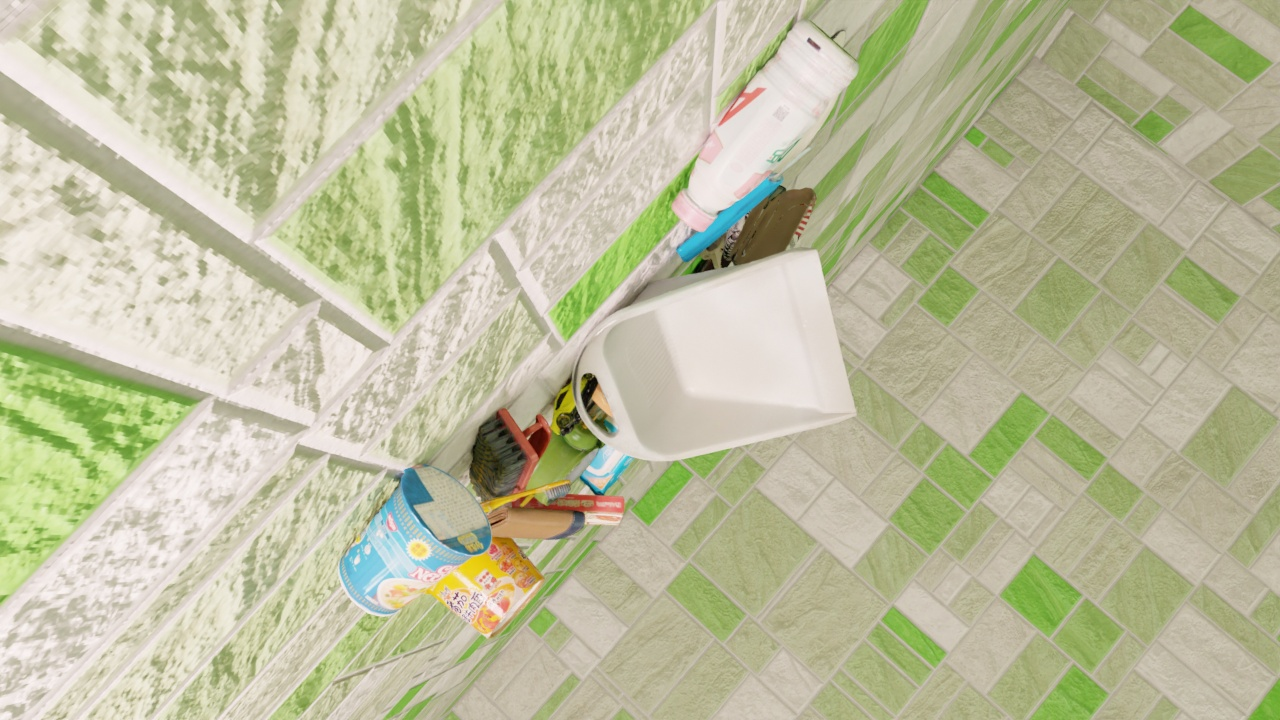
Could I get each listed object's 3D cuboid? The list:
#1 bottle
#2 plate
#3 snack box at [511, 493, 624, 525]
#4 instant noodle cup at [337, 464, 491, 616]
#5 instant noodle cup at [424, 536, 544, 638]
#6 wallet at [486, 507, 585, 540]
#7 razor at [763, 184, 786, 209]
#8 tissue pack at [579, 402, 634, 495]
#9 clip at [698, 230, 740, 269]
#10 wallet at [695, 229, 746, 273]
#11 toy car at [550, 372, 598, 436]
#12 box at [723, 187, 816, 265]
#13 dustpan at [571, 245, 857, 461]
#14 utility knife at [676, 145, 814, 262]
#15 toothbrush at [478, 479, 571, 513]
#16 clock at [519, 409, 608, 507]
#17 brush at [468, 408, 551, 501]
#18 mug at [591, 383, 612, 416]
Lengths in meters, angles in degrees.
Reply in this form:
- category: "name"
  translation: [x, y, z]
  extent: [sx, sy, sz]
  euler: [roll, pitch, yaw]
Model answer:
- category: "bottle"
  translation: [0.102, -0.199, 0.804]
  extent: [0.197, 0.068, 0.068]
  euler: [-49, 171, 23]
- category: "plate"
  translation: [0.158, -0.247, 0.950]
  extent: [0.163, 0.034, 0.164]
  euler: [-44, 169, -28]
- category: "snack box"
  translation: [-0.101, 0.205, 1.268]
  extent: [0.075, 0.153, 0.025]
  euler: [109, -17, -65]
- category: "instant noodle cup"
  translation: [-0.202, 0.162, 0.799]
  extent: [0.110, 0.099, 0.099]
  euler: [-44, 172, 16]
- category: "instant noodle cup"
  translation: [-0.203, 0.296, 1.230]
  extent: [0.138, 0.110, 0.138]
  euler: [-47, 169, -12]
- category: "wallet"
  translation: [-0.142, 0.212, 1.192]
  extent: [0.115, 0.033, 0.090]
  euler: [9, 155, -34]
- category: "razor"
  translation: [0.172, -0.191, 1.252]
  extent: [0.043, 0.028, 0.133]
  euler: [-50, 173, -16]
- category: "tissue pack"
  translation: [-0.047, 0.111, 1.260]
  extent: [0.140, 0.090, 0.063]
  euler: [-52, 170, 18]
- category: "clip"
  translation: [0.082, -0.126, 1.087]
  extent: [0.083, 0.035, 0.104]
  euler: [-54, 165, 23]
- category: "wallet"
  translation: [0.096, -0.124, 1.196]
  extent: [0.122, 0.020, 0.096]
  euler: [-55, 168, 23]
- category: "toy car"
  translation: [-0.072, 0.036, 1.040]
  extent: [0.105, 0.032, 0.048]
  euler: [-62, 168, 7]
- category: "box"
  translation: [0.140, -0.172, 1.052]
  extent: [0.076, 0.088, 0.162]
  euler: [-1, -136, 39]
- category: "dustpan"
  translation: [0.068, 0.016, 0.980]
  extent: [0.142, 0.258, 0.223]
  euler: [-55, 135, -42]
- category: "utility knife"
  translation: [0.109, -0.165, 0.971]
  extent: [0.192, 0.018, 0.034]
  euler: [-38, 171, 29]
- category: "toothbrush"
  translation: [-0.157, 0.150, 0.910]
  extent: [0.191, 0.018, 0.016]
  euler: [-14, 155, -22]
- category: "clock"
  translation: [-0.095, 0.118, 1.175]
  extent: [0.161, 0.056, 0.116]
  euler: [-49, 171, 4]
- category: "brush"
  translation: [-0.131, 0.103, 0.938]
  extent: [0.069, 0.063, 0.146]
  euler: [-28, 162, -28]
- category: "mug"
  translation: [-0.007, 0.006, 1.102]
  extent: [0.122, 0.078, 0.078]
  euler: [-40, 168, -14]
